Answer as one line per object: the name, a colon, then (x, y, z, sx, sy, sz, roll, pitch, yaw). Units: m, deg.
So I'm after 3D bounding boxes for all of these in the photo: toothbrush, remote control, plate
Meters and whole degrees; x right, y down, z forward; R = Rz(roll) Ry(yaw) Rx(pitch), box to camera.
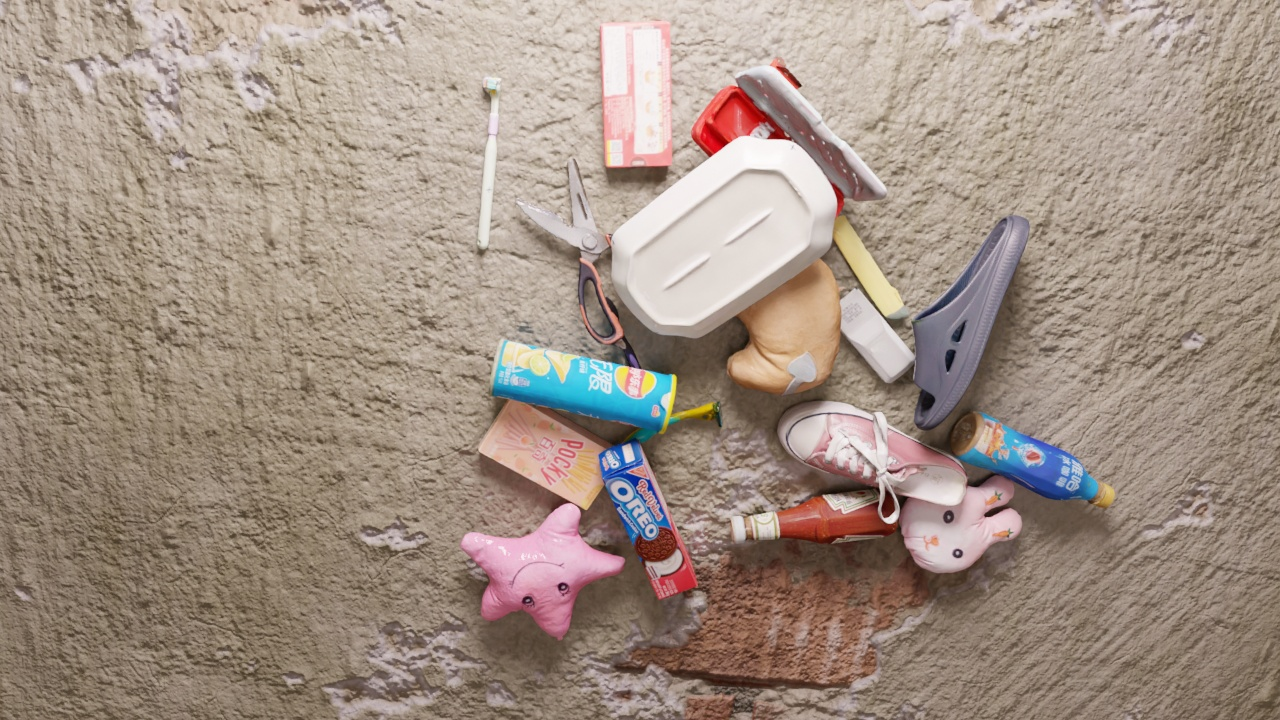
toothbrush: (-0.171, -0.218, 1.025, 0.020, 0.029, 0.190, -11, 115, -43)
remote control: (0.280, -0.029, 1.108, 0.049, 0.024, 0.125, -42, 104, 9)
plate: (0.084, -0.123, 0.992, 0.266, 0.034, 0.162, -33, 105, 23)
toothbrush: (-0.007, 0.007, 1.109, 0.014, 0.016, 0.189, -21, 110, 6)

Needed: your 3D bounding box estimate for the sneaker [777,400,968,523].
sneaker: (0.283, 0.119, 1.107, 0.241, 0.087, 0.118, 21, 103, 3)

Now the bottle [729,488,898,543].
bottle: (0.217, 0.202, 1.158, 0.206, 0.059, 0.060, -6, 107, -1)

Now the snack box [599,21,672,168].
snack box: (-0.005, -0.291, 1.009, 0.075, 0.025, 0.153, -3, 107, -4)

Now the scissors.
scissors: (-0.048, -0.119, 1.054, 0.225, 0.015, 0.189, 19, 96, -11)

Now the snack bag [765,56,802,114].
snack bag: (0.130, -0.285, 1.018, 0.045, 0.026, 0.105, 40, 104, -21)

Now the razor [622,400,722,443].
razor: (0.037, 0.081, 1.119, 0.132, 0.028, 0.043, -19, 151, -2)

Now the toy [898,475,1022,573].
toy: (0.411, 0.205, 1.174, 0.159, 0.054, 0.121, -20, 100, -4)

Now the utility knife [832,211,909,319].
utility knife: (0.262, -0.119, 1.082, 0.031, 0.019, 0.179, -35, 107, 3)

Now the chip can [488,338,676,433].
chip can: (-0.067, 0.030, 1.073, 0.210, 0.071, 0.071, 12, 106, -4)

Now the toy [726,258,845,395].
toy: (0.162, -0.070, 1.059, 0.143, 0.082, 0.226, -9, 106, -1)

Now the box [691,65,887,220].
box: (0.159, -0.213, 0.982, 0.201, 0.100, 0.094, 39, 83, -23)

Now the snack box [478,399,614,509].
snack box: (-0.110, 0.111, 1.125, 0.157, 0.026, 0.084, 31, 103, -11)

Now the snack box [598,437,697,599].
snack box: (0.010, 0.196, 1.127, 0.057, 0.058, 0.208, -20, 117, 3)

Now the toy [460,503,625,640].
toy: (-0.115, 0.270, 1.149, 0.194, 0.074, 0.178, -16, 108, 0)

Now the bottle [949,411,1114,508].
bottle: (0.495, 0.132, 1.149, 0.218, 0.065, 0.065, 24, 104, -11)

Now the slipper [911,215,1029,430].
slipper: (0.362, -0.051, 1.073, 0.083, 0.110, 0.268, 23, 99, 6)
